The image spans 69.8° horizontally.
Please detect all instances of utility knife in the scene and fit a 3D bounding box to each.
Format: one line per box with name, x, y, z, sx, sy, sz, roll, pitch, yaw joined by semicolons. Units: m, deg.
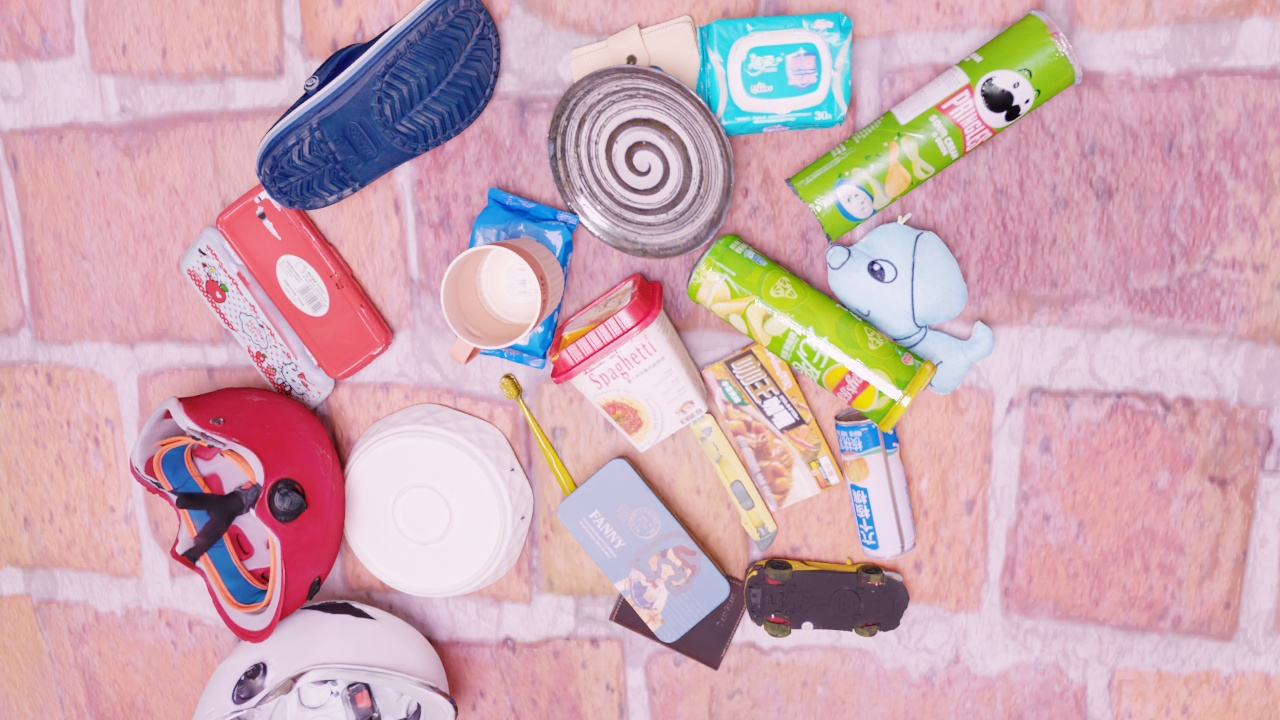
utility knife;0.086;0.110;0.885;0.031;0.018;0.167;-30;91;8

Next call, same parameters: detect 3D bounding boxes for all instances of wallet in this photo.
wallet;0.041;0.243;0.916;0.122;0.020;0.096;24;102;3
wallet;-0.001;-0.253;0.815;0.115;0.024;0.087;-14;98;13

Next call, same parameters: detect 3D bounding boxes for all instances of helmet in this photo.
helmet;-0.361;0.131;0.883;0.208;0.143;0.240;-29;88;41
helmet;-0.311;0.326;0.914;0.259;0.145;0.229;-37;130;14

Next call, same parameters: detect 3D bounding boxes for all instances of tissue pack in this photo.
tissue pack;-0.116;-0.075;0.857;0.095;0.052;0.157;15;104;4
tissue pack;0.111;-0.241;0.777;0.133;0.050;0.093;-5;100;1

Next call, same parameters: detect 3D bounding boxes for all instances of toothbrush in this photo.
toothbrush;-0.089;0.098;0.907;0.016;0.016;0.190;-27;96;14

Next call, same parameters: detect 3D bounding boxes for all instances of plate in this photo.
plate;-0.212;0.148;0.924;0.205;0.045;0.205;2;101;9
plate;0.000;-0.173;0.806;0.179;0.024;0.180;14;128;18

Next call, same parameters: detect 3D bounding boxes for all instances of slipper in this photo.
slipper;-0.236;-0.233;0.826;0.253;0.105;0.095;-39;52;1

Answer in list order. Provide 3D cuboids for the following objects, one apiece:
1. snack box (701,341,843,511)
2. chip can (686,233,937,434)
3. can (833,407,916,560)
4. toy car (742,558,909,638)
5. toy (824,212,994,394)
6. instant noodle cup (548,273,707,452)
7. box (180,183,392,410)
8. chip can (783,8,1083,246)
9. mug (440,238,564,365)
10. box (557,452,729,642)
snack box;0.124;0.059;0.859;0.075;0.026;0.154;-26;97;13
chip can;0.143;-0.028;0.796;0.221;0.072;0.073;35;105;12
can;0.216;0.111;0.841;0.053;0.053;0.134;-11;100;11
toy car;0.176;0.226;0.878;0.156;0.041;0.071;1;102;5
toy;0.235;-0.051;0.805;0.161;0.049;0.156;12;111;8
instant noodle cup;-0.005;0.005;0.831;0.116;0.116;0.124;-34;106;14
box;-0.354;-0.057;0.902;0.161;0.058;0.201;-35;94;18
chip can;0.238;-0.190;0.764;0.236;0.072;0.072;-33;95;15
mug;-0.121;-0.048;0.780;0.081;0.105;0.115;34;105;-1
box;0.000;0.171;0.873;0.090;0.062;0.184;-42;90;0
